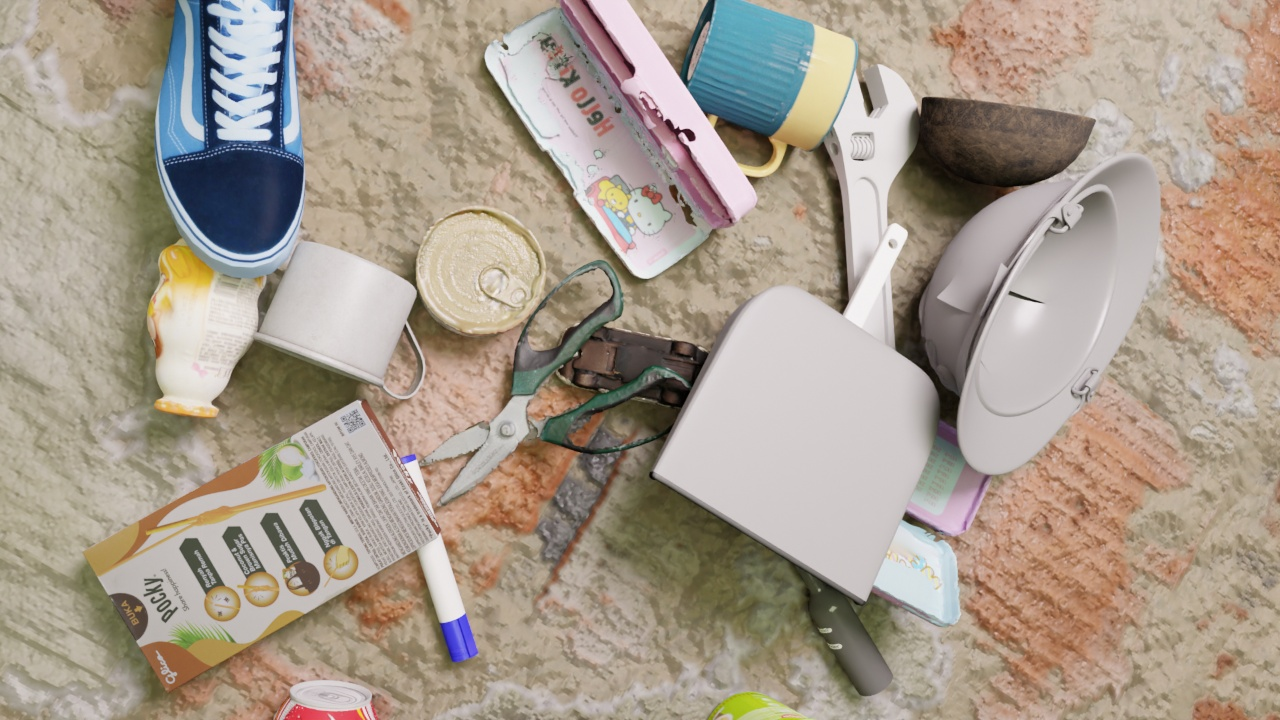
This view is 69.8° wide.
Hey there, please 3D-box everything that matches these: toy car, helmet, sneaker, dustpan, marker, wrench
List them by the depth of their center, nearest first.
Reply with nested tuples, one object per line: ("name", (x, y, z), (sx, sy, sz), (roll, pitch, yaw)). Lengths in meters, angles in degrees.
("sneaker", (-0.243, -0.175, 0.542), (0.083, 0.098, 0.241), (0, 75, -22))
("dustpan", (0.131, 0.009, 0.620), (0.163, 0.033, 0.257), (32, 73, -9))
("marker", (-0.140, 0.133, 0.621), (0.020, 0.020, 0.141), (-18, 92, -13))
("toy car", (-0.004, 0.004, 0.651), (0.113, 0.040, 0.048), (12, 85, 6))
("helmet", (0.266, -0.046, 0.676), (0.270, 0.118, 0.183), (-44, 130, -20))
("wrench", (0.182, -0.086, 0.702), (0.086, 0.018, 0.273), (-6, 93, -26))

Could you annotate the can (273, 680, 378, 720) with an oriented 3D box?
("can", (-0.204, 0.263, 0.579), (0.064, 0.064, 0.104), (10, 86, -13))

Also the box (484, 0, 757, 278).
("box", (-0.018, -0.159, 0.634), (0.102, 0.087, 0.202), (-35, 96, 0))

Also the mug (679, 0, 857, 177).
("mug", (0.083, -0.192, 0.660), (0.107, 0.083, 0.114), (16, 112, -12))

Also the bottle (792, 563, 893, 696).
("bottle", (0.146, 0.193, 0.680), (0.030, 0.030, 0.113), (-33, 95, -12))

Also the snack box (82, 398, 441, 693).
("snack box", (-0.235, 0.114, 0.583), (0.186, 0.032, 0.101), (-30, 93, -6))

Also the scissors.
("scissors", (-0.052, 0.045, 0.624), (0.146, 0.015, 0.209), (41, 90, 5))

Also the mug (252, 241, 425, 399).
("mug", (-0.182, -0.023, 0.593), (0.113, 0.084, 0.070), (28, 78, -40))

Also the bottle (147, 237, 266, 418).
("bottle", (-0.274, -0.020, 0.574), (0.063, 0.063, 0.108), (11, 85, -13))

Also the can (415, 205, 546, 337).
("can", (-0.109, -0.059, 0.624), (0.086, 0.043, 0.086), (0, 88, -13))

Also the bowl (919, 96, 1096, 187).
("bowl", (0.265, -0.159, 0.682), (0.121, 0.121, 0.056), (5, 106, -13))

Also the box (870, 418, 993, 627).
("box", (0.144, 0.080, 0.640), (0.214, 0.049, 0.149), (30, 61, -10))

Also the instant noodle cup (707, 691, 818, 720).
("instant noodle cup", (0.090, 0.277, 0.624), (0.099, 0.108, 0.099), (1, 87, -13))
